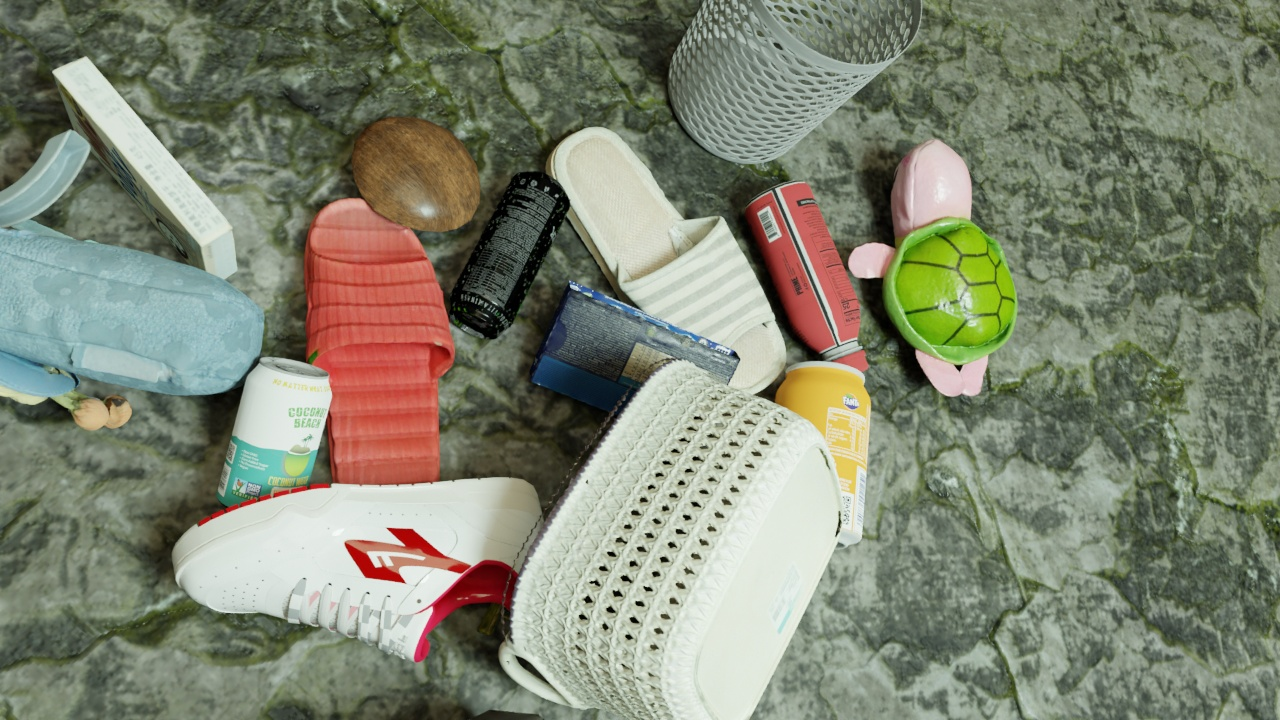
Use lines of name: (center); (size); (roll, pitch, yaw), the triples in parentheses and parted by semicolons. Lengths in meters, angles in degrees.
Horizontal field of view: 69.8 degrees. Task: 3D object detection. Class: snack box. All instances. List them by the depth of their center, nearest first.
snack box: (-0.337, -0.126, 0.632); (0.026, 0.082, 0.150); (-41, 91, -26)
snack box: (-0.004, 0.004, 0.728); (0.150, 0.027, 0.082); (23, 105, -13)

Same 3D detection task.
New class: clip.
clip: (-0.469, -0.132, 0.605); (0.172, 0.031, 0.164); (-40, 74, -10)

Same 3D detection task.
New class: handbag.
handbag: (-0.347, -0.016, 0.584); (0.191, 0.122, 0.118); (17, 86, -18)

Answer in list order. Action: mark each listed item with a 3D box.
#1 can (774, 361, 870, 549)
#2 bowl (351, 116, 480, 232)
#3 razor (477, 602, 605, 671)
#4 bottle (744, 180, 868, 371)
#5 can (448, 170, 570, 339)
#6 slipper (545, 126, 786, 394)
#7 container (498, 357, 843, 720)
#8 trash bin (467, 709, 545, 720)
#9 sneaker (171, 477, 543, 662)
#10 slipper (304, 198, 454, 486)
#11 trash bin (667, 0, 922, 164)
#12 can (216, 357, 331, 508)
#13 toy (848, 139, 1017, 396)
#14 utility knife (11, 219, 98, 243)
can: (0.146, 0.079, 0.756); (0.079, 0.079, 0.142); (15, 70, -16)
bowl: (-0.170, -0.154, 0.716); (0.101, 0.026, 0.114); (7, 56, -27)
razor: (-0.064, 0.203, 0.673); (0.106, 0.026, 0.042); (34, 64, -13)
bottle: (0.151, -0.067, 0.810); (0.062, 0.062, 0.176); (-18, 82, -24)
can: (-0.102, -0.085, 0.723); (0.054, 0.054, 0.137); (28, 67, -11)
slipper: (0.024, -0.085, 0.776); (0.114, 0.054, 0.272); (-40, 91, -21)
container: (0.032, 0.130, 0.623); (0.251, 0.143, 0.185); (-55, 142, -27)
trash bin: (-0.140, 0.325, 0.524); (0.219, 0.198, 0.197); (-21, 83, -31)
sneaker: (-0.173, 0.145, 0.597); (0.236, 0.091, 0.104); (-1, 53, -25)
slipper: (-0.189, -0.007, 0.666); (0.103, 0.059, 0.248); (-6, 78, -22)
trash bin: (0.120, -0.273, 0.791); (0.156, 0.184, 0.156); (6, 72, -19)
can: (-0.243, 0.053, 0.612); (0.055, 0.055, 0.101); (15, 95, -16)
toy: (0.284, -0.084, 0.852); (0.190, 0.088, 0.238); (-2, 81, -20)
utility knife: (-0.363, -0.066, 0.643); (0.147, 0.015, 0.022); (25, 99, -11)
